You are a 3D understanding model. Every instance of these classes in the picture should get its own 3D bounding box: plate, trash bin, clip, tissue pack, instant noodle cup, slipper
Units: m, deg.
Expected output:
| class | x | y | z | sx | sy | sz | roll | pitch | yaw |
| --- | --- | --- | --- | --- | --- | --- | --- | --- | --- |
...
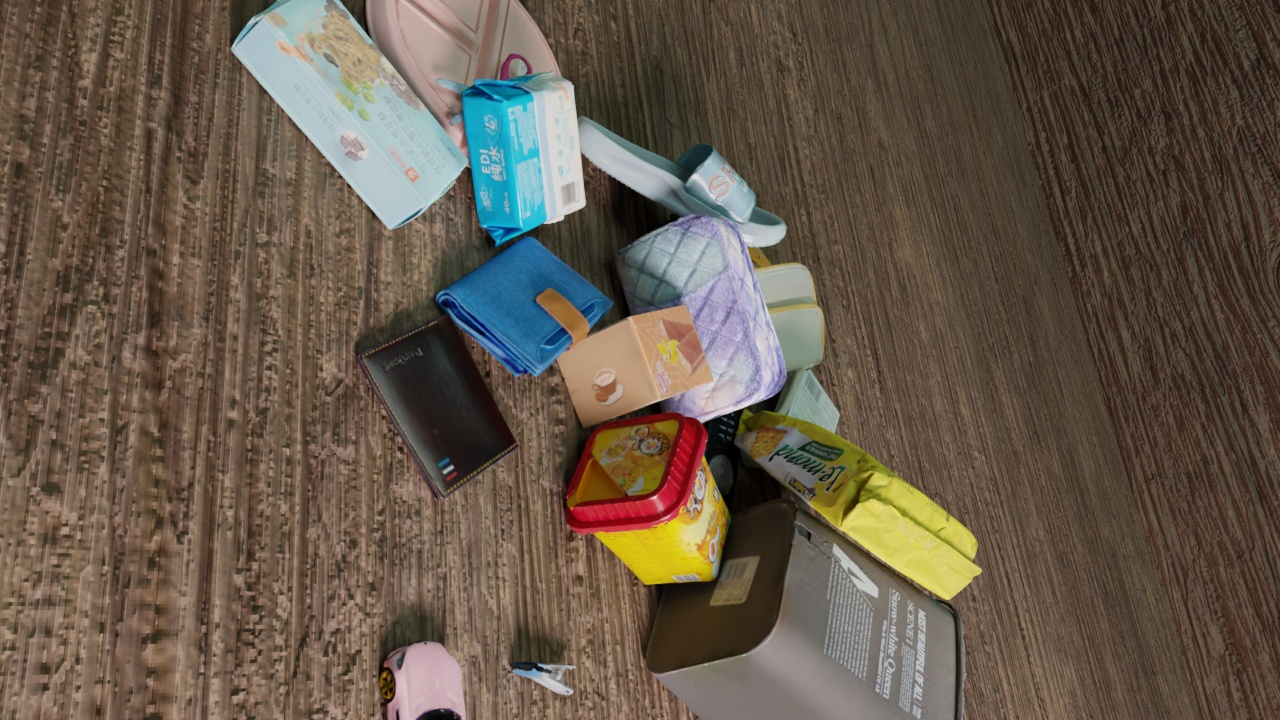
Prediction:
| class | x | y | z | sx | sy | sz | roll | pitch | yaw |
| --- | --- | --- | --- | --- | --- | --- | --- | --- | --- |
| plate | -0.149 | -0.278 | 0.849 | 0.229 | 0.028 | 0.229 | 29 | 51 | -42 |
| trash bin | 0.143 | 0.255 | 0.815 | 0.219 | 0.199 | 0.198 | 43 | 43 | -22 |
| clip | -0.070 | 0.233 | 0.686 | 0.056 | 0.024 | 0.029 | 36 | 50 | -42 |
| tissue pack | -0.102 | -0.177 | 0.791 | 0.089 | 0.063 | 0.140 | -33 | 127 | -44 |
| instant noodle cup | 0.015 | 0.124 | 0.787 | 0.124 | 0.116 | 0.116 | 58 | 36 | -33 |
| slipper | 0.044 | -0.194 | 0.945 | 0.245 | 0.074 | 0.104 | 26 | 18 | -12 |

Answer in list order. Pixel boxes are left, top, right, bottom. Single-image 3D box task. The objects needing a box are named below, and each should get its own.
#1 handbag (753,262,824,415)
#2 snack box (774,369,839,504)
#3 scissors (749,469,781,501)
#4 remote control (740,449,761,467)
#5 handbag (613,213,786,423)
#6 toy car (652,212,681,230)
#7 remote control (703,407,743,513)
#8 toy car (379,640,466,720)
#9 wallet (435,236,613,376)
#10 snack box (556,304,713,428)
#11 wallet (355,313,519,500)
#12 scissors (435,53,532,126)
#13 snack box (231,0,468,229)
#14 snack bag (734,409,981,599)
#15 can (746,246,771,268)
| class | x | y | z | sx | sy | sz | roll | pitch | yaw |
| --- | --- | --- | --- | --- | --- | --- | --- | --- | --- |
| handbag | 0.132 | -0.012 | 0.999 | 0.163 | 0.063 | 0.178 | -11 | 86 | -29 |
| snack box | 0.186 | 0.081 | 1.051 | 0.085 | 0.027 | 0.156 | 54 | 38 | -19 |
| scissors | 0.168 | 0.196 | 0.975 | 0.014 | 0.159 | 0.174 | -29 | 129 | -19 |
| remote control | 0.160 | 0.095 | 1.054 | 0.149 | 0.021 | 0.058 | 11 | 64 | -50 |
| handbag | 0.057 | -0.036 | 0.894 | 0.075 | 0.134 | 0.193 | -3 | 75 | -56 |
| toy car | 0.048 | -0.148 | 1.021 | 0.090 | 0.042 | 0.035 | -47 | 121 | -50 |
| remote control | 0.079 | 0.100 | 0.936 | 0.053 | 0.024 | 0.136 | 28 | 65 | -41 |
| toy car | -0.134 | 0.242 | 0.589 | 0.056 | 0.037 | 0.122 | 13 | 61 | -50 |
| wallet | -0.093 | -0.048 | 0.771 | 0.106 | 0.040 | 0.132 | 40 | 38 | 3 |
| snack box | -0.005 | 0.005 | 0.829 | 0.094 | 0.093 | 0.077 | -16 | 86 | -54 |
| wallet | -0.151 | 0.033 | 0.693 | 0.096 | 0.020 | 0.122 | -34 | 97 | -53 |
| scissors | -0.125 | -0.224 | 0.817 | 0.135 | 0.017 | 0.105 | -49 | 118 | -46 |
| snack box | -0.215 | -0.191 | 0.697 | 0.175 | 0.052 | 0.074 | 51 | 38 | -21 |
| snack bag | 0.200 | 0.122 | 0.867 | 0.158 | 0.246 | 0.068 | 34 | 91 | -23 |
| can | 0.121 | -0.108 | 1.079 | 0.146 | 0.058 | 0.058 | 48 | 40 | -25 |
